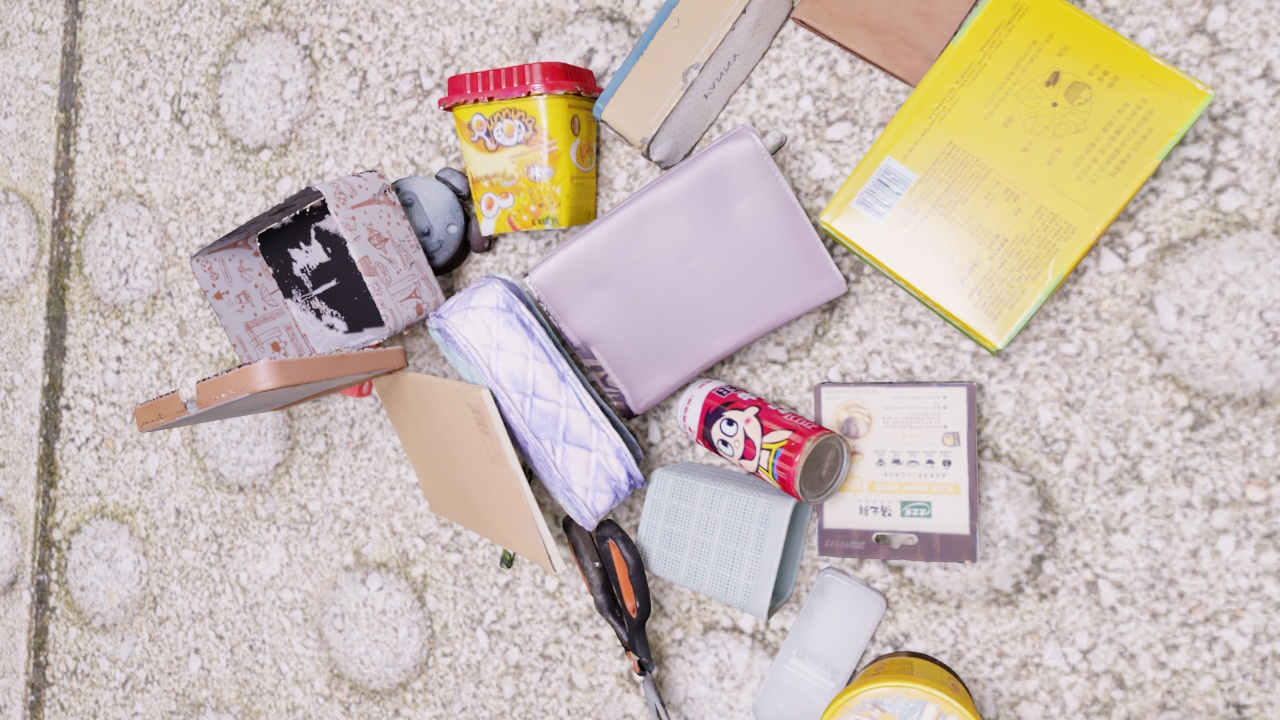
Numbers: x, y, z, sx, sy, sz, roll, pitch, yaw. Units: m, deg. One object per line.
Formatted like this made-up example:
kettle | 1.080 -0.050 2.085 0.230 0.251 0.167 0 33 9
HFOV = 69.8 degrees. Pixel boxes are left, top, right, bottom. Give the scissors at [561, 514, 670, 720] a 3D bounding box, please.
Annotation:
scissors | -0.008 0.213 0.708 0.021 0.211 0.221 -21 59 -23

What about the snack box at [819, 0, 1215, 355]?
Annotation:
snack box | 0.251 -0.131 0.636 0.157 0.070 0.210 39 102 15

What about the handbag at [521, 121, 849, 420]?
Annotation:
handbag | 0.034 -0.064 0.688 0.197 0.098 0.145 -32 95 8

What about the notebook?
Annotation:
notebook | -0.143 0.076 0.709 0.212 0.012 0.149 7 123 53

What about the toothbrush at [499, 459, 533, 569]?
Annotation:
toothbrush | -0.093 0.090 0.785 0.017 0.012 0.186 15 95 14

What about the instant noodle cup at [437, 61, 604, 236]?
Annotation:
instant noodle cup | -0.088 -0.167 0.738 0.116 0.115 0.124 -2 100 18

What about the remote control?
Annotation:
remote control | 0.136 0.227 0.701 0.056 0.020 0.136 27 98 16

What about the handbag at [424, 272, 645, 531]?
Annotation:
handbag | -0.075 0.028 0.687 0.075 0.134 0.194 -37 105 -13

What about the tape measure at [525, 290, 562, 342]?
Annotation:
tape measure | -0.100 -0.025 0.770 0.066 0.033 0.065 -21 71 19

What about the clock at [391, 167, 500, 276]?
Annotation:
clock | -0.174 -0.117 0.786 0.122 0.055 0.082 -27 86 0

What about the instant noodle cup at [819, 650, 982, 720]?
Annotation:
instant noodle cup | 0.184 0.263 0.635 0.119 0.114 0.118 0 90 18

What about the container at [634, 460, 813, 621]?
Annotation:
container | 0.062 0.129 0.693 0.111 0.090 0.090 13 94 21

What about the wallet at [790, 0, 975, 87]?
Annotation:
wallet | 0.187 -0.274 0.687 0.115 0.020 0.101 36 100 13

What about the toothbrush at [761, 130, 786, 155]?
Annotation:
toothbrush | 0.045 -0.120 0.737 0.181 0.018 0.015 -41 82 16

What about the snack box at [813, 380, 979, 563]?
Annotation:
snack box | 0.185 0.078 0.667 0.113 0.053 0.125 -1 90 19

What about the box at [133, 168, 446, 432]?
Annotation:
box | -0.285 -0.031 0.703 0.183 0.192 0.157 -18 100 32

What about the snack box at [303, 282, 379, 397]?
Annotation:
snack box | -0.271 -0.048 0.839 0.075 0.025 0.153 12 94 18

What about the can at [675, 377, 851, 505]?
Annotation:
can | 0.086 0.055 0.672 0.133 0.053 0.053 26 99 48

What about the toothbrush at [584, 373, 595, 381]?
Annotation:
toothbrush | -0.004 0.004 0.746 0.180 0.016 0.016 -14 90 13

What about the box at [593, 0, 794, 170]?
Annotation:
box | 0.046 -0.237 0.699 0.060 0.089 0.184 38 99 16
